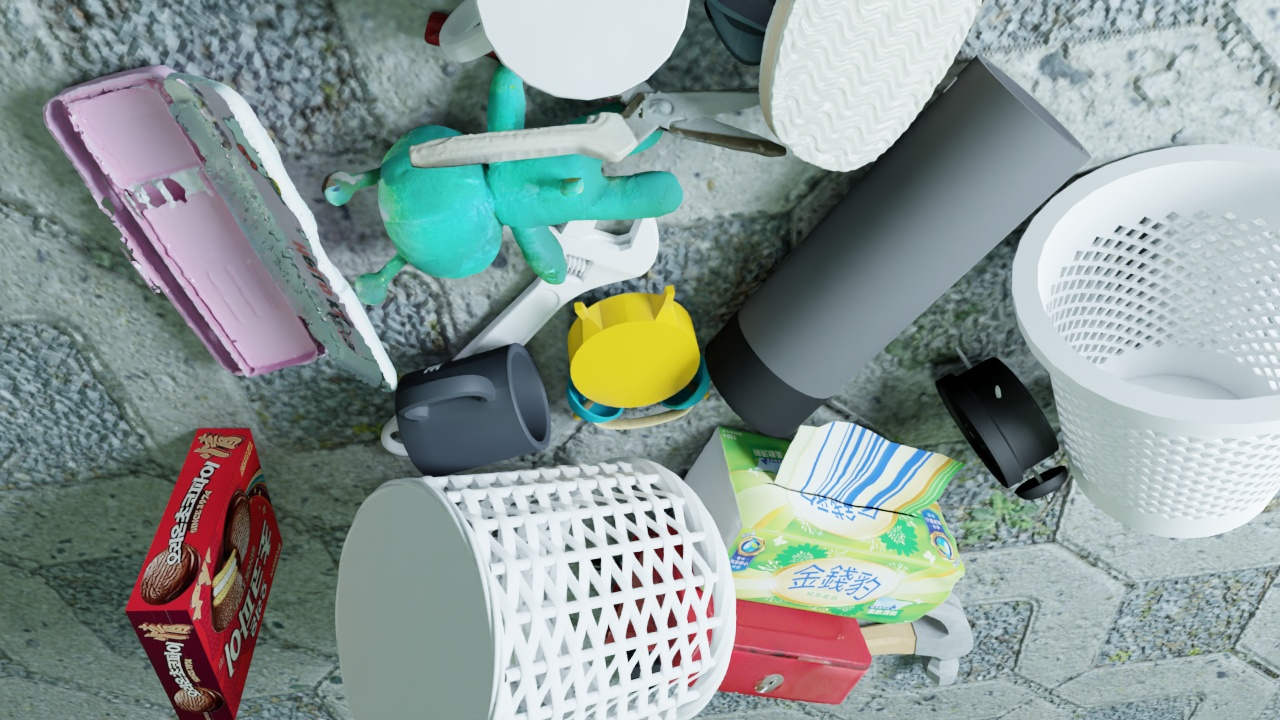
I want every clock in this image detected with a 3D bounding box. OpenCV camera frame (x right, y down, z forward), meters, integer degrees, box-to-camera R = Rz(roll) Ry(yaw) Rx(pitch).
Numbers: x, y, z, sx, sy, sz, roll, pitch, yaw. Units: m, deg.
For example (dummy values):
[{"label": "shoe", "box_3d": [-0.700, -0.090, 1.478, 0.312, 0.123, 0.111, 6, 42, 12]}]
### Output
[{"label": "clock", "box_3d": [-0.004, 0.004, 0.610, 0.099, 0.043, 0.130, -10, 139, 0]}, {"label": "clock", "box_3d": [0.259, 0.050, 0.653, 0.042, 0.091, 0.121, -33, 113, 8]}]

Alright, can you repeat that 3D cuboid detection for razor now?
[{"label": "razor", "box_3d": [0.042, -0.208, 0.429, 0.052, 0.047, 0.143, 19, 150, 34]}]

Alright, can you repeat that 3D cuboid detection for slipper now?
[{"label": "slipper", "box_3d": [0.131, -0.218, 0.424, 0.115, 0.052, 0.263, 8, 119, -31]}]

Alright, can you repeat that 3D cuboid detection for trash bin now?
[{"label": "trash bin", "box_3d": [0.341, 0.008, 0.574, 0.196, 0.195, 0.200, -19, 140, 10]}]

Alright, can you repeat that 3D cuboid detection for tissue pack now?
[{"label": "tissue pack", "box_3d": [0.147, 0.104, 0.679, 0.197, 0.120, 0.142, 10, 128, -23]}]

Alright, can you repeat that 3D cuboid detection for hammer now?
[{"label": "hammer", "box_3d": [0.148, 0.276, 0.875, 0.328, 0.039, 0.131, -8, 130, 2]}]

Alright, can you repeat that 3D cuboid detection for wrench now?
[{"label": "wrench", "box_3d": [-0.092, -0.014, 0.612, 0.066, 0.018, 0.274, 32, 122, -29]}]

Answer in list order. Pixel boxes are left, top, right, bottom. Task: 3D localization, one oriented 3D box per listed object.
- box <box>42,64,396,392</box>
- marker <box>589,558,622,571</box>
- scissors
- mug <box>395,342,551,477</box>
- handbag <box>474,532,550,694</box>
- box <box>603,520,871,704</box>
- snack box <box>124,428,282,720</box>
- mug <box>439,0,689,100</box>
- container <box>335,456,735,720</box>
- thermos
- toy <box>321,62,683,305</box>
[{"label": "box", "box_3d": [-0.223, -0.070, 0.523, 0.154, 0.066, 0.202, 2, 134, 20]}, {"label": "marker", "box_3d": [0.020, 0.185, 0.800, 0.152, 0.011, 0.011, 11, 129, -15]}, {"label": "scissors", "box_3d": [-0.030, -0.132, 0.471, 0.179, 0.185, 0.015, -40, 172, -17]}, {"label": "mug", "box_3d": [-0.110, 0.029, 0.577, 0.077, 0.071, 0.105, -15, 164, 10]}, {"label": "handbag", "box_3d": [-0.131, 0.209, 0.696, 0.074, 0.175, 0.151, -34, 126, 22]}, {"label": "box", "box_3d": [0.070, 0.217, 0.726, 0.156, 0.170, 0.157, 13, 103, -17]}, {"label": "snack box", "box_3d": [-0.297, 0.148, 0.643, 0.036, 0.151, 0.133, 0, 131, -6]}, {"label": "mug", "box_3d": [-0.041, -0.176, 0.425, 0.121, 0.090, 0.091, -25, 129, 15]}, {"label": "container", "box_3d": [-0.069, 0.161, 0.593, 0.186, 0.189, 0.190, 2, 137, -44]}, {"label": "thermos", "box_3d": [0.141, -0.059, 0.550, 0.082, 0.082, 0.241, 26, 124, -25]}, {"label": "toy", "box_3d": [-0.076, -0.092, 0.505, 0.193, 0.072, 0.131, -12, 116, 6]}]
